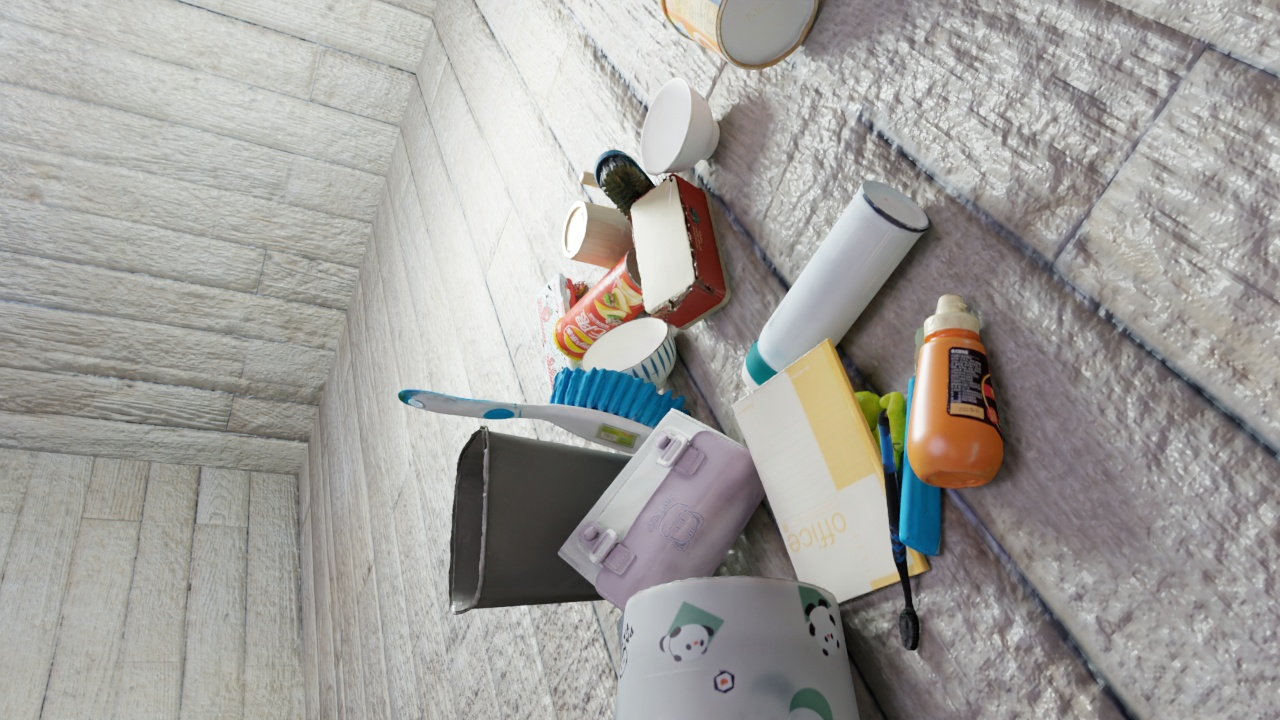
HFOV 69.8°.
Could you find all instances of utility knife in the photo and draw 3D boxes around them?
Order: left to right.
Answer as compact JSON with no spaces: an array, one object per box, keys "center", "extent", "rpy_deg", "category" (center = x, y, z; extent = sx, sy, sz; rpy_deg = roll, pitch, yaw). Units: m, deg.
[{"center":[0.224,0.059,0.727],"extent":[0.018,0.034,0.185],"rpy_deg":[153,125,-68],"category":"utility knife"}]

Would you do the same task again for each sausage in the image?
[{"center":[-0.123,-0.085,1.433],"extent":[0.156,0.020,0.020],"rpy_deg":[-40,47,50],"category":"sausage"}]

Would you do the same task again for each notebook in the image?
[{"center":[0.158,0.104,0.802],"extent":[0.146,0.010,0.206],"rpy_deg":[-41,62,50],"category":"notebook"}]

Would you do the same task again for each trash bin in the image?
[{"center":[-0.099,0.191,1.064],"extent":[0.199,0.219,0.198],"rpy_deg":[137,135,-62],"category":"trash bin"},{"center":[0.077,0.319,0.728],"extent":[0.230,0.229,0.251],"rpy_deg":[-41,41,50],"category":"trash bin"}]

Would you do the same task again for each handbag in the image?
[{"center":[0.028,0.159,0.920],"extent":[0.196,0.098,0.145],"rpy_deg":[-52,38,-11],"category":"handbag"}]

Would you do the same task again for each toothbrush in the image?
[{"center":[0.201,0.134,0.722],"extent":[0.014,0.016,0.189],"rpy_deg":[-9,85,44],"category":"toothbrush"}]

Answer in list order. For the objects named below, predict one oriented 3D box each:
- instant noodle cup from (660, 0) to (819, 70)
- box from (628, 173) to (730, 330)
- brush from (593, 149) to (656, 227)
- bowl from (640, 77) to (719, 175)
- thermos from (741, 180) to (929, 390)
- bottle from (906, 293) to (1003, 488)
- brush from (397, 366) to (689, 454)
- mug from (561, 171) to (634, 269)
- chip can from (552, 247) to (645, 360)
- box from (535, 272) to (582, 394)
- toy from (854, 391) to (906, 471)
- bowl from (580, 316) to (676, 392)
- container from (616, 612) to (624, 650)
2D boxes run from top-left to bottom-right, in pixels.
[{"center":[0.110,-0.388,0.975],"extent":[0.152,0.151,0.111],"rpy_deg":[-62,41,31],"category":"instant noodle cup"},{"center":[0.036,-0.129,1.066],"extent":[0.092,0.077,0.168],"rpy_deg":[-32,53,34],"category":"box"},{"center":[-0.011,-0.213,1.147],"extent":[0.055,0.144,0.073],"rpy_deg":[-37,48,10],"category":"brush"},{"center":[0.056,-0.275,1.112],"extent":[0.119,0.064,0.118],"rpy_deg":[-31,54,56],"category":"bowl"},{"center":[0.166,-0.054,0.834],"extent":[0.225,0.073,0.073],"rpy_deg":[-59,34,35],"category":"thermos"},{"center":[0.236,0.019,0.692],"extent":[0.067,0.066,0.149],"rpy_deg":[-29,49,56],"category":"bottle"},{"center":[-0.101,0.048,1.023],"extent":[0.061,0.314,0.109],"rpy_deg":[111,175,-48],"category":"brush"},{"center":[-0.039,-0.182,1.219],"extent":[0.084,0.103,0.124],"rpy_deg":[-3,79,62],"category":"mug"},{"center":[-0.040,-0.072,1.221],"extent":[0.217,0.073,0.073],"rpy_deg":[-37,50,51],"category":"chip can"},{"center":[-0.116,-0.030,1.352],"extent":[0.087,0.047,0.201],"rpy_deg":[-44,50,47],"category":"box"},{"center":[0.192,0.060,0.786],"extent":[0.100,0.031,0.097],"rpy_deg":[51,126,50],"category":"toy"},{"center":[-0.007,0.007,1.115],"extent":[0.066,0.116,0.116],"rpy_deg":[62,167,-28],"category":"bowl"},{"center":[0.032,0.300,0.948],"extent":[0.090,0.090,0.111],"rpy_deg":[-57,32,36],"category":"container"}]
